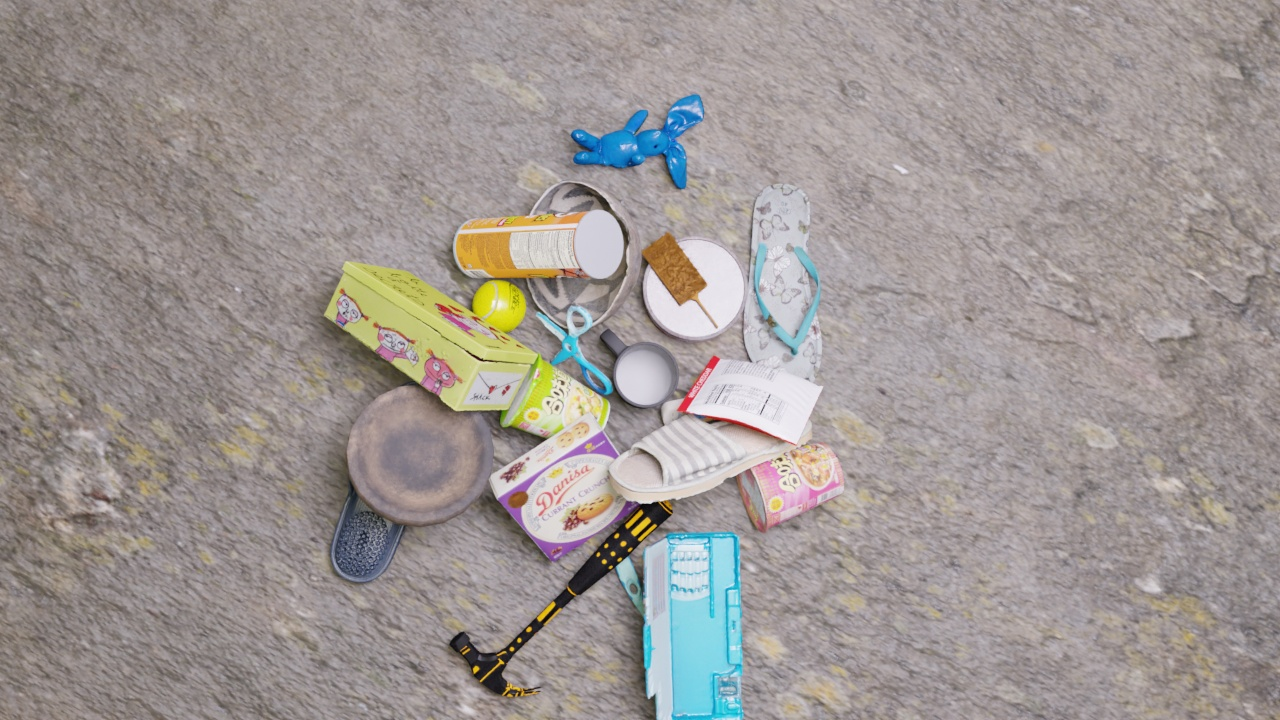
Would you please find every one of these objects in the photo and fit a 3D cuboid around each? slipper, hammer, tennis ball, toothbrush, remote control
[{"bbox_3d":[0.087,0.099,1.080,0.272,0.114,0.054,-16,115,-30],"label":"slipper"},{"bbox_3d":[-0.080,0.283,1.121,0.320,0.036,0.123,-44,100,2],"label":"hammer"},{"bbox_3d":[-0.175,-0.067,1.135,0.065,0.065,0.065,0,87,-2],"label":"tennis ball"},{"bbox_3d":[0.176,-0.093,1.154,0.098,0.055,0.268,-3,86,2],"label":"slipper"},{"bbox_3d":[-0.005,0.292,1.144,0.022,0.017,0.135,-23,88,-2],"label":"toothbrush"},{"bbox_3d":[0.088,0.058,1.151,0.125,0.038,0.018,-11,44,-2],"label":"remote control"},{"bbox_3d":[-0.312,0.145,1.113,0.101,0.082,0.263,22,87,2],"label":"slipper"}]

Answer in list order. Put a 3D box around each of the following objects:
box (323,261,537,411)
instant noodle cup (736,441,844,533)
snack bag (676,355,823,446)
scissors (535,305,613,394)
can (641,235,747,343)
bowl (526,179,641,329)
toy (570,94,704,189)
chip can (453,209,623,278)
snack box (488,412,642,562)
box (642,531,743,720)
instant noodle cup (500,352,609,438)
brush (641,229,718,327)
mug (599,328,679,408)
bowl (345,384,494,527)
[{"bbox_3d":[-0.245,-0.031,1.069,0.221,0.124,0.083,34,101,22],"label":"box"},{"bbox_3d":[0.184,0.148,1.125,0.108,0.098,0.097,-16,87,-11],"label":"instant noodle cup"},{"bbox_3d":[0.134,0.043,1.097,0.144,0.130,0.039,16,126,17],"label":"snack bag"},{"bbox_3d":[-0.076,-0.013,1.110,0.139,0.134,0.011,50,53,-2],"label":"scissors"},{"bbox_3d":[0.067,-0.088,1.153,0.130,0.044,0.130,0,87,-2],"label":"can"},{"bbox_3d":[-0.058,-0.128,1.119,0.179,0.081,0.178,5,98,40],"label":"bowl"},{"bbox_3d":[-0.002,-0.266,1.152,0.176,0.071,0.112,-11,89,-12],"label":"toy"},{"bbox_3d":[-0.124,-0.133,1.073,0.215,0.075,0.075,5,85,42],"label":"chip can"},{"bbox_3d":[-0.083,0.153,1.096,0.143,0.040,0.148,-33,131,-2],"label":"snack box"},{"bbox_3d":[0.050,0.327,1.113,0.169,0.086,0.227,1,86,-36],"label":"box"},{"bbox_3d":[-0.101,0.058,1.114,0.108,0.099,0.099,28,86,-19],"label":"instant noodle cup"},{"bbox_3d":[0.055,-0.096,1.121,0.048,0.017,0.126,-36,88,-3],"label":"brush"},{"bbox_3d":[-0.007,0.007,1.124,0.078,0.088,0.113,-43,89,-4],"label":"mug"},{"bbox_3d":[-0.252,0.114,1.049,0.162,0.070,0.162,6,66,-15],"label":"bowl"}]
